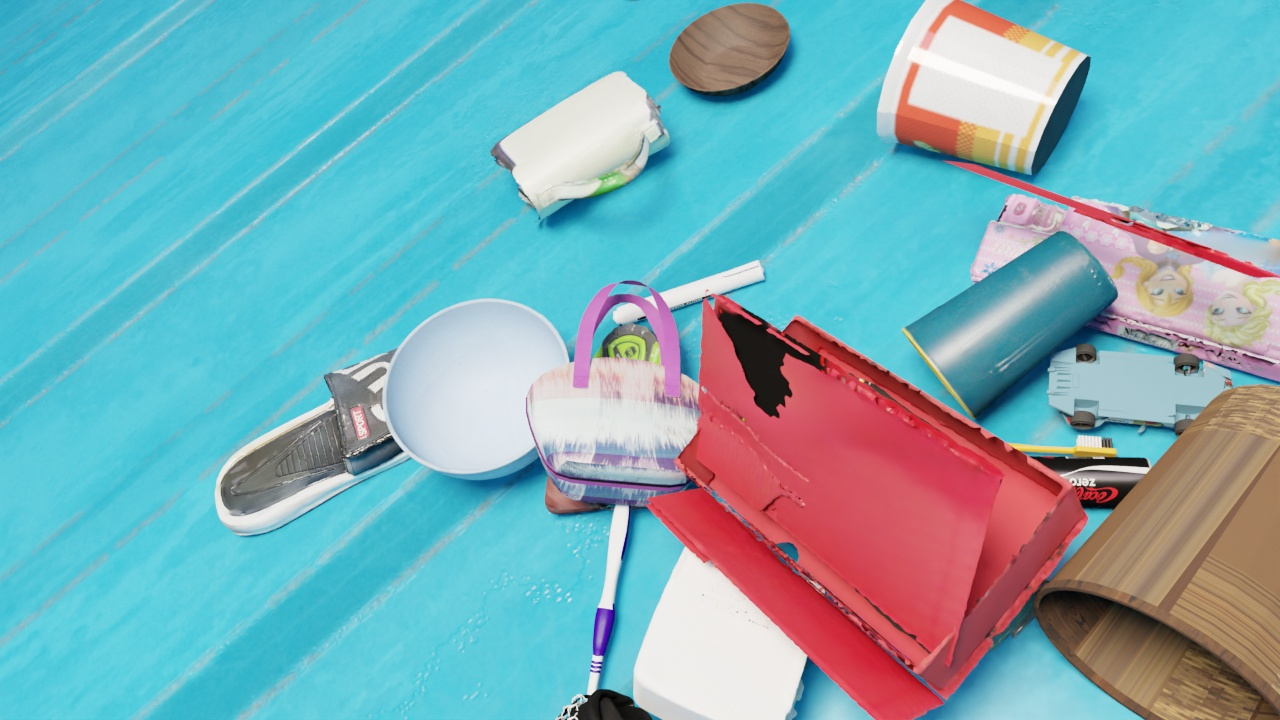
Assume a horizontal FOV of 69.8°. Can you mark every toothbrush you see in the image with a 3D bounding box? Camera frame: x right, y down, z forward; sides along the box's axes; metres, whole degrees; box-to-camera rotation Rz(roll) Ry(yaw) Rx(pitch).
[{"bbox_3d":[0.216,0.058,0.628,0.197,0.031,0.030,2,64,18],"label":"toothbrush"},{"bbox_3d":[-0.025,0.181,0.643,0.015,0.016,0.186,5,64,11],"label":"toothbrush"}]

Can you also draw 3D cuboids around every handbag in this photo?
[{"bbox_3d":[-0.042,-0.181,0.837,0.151,0.074,0.176,-33,35,-4],"label":"handbag"},{"bbox_3d":[-0.052,0.274,0.535,0.154,0.114,0.125,-43,47,9],"label":"handbag"},{"bbox_3d":[-0.010,0.016,0.680,0.144,0.068,0.169,6,59,-5],"label":"handbag"},{"bbox_3d":[-0.011,0.093,0.698,0.120,0.029,0.055,2,66,16],"label":"handbag"}]

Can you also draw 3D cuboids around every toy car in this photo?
[{"bbox_3d":[0.326,0.023,0.606,0.108,0.027,0.060,6,62,19],"label":"toy car"}]

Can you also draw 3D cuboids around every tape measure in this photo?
[{"bbox_3d":[-0.004,0.004,0.743,0.059,0.036,0.065,-33,56,10],"label":"tape measure"}]

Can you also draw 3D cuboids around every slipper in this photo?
[{"bbox_3d":[-0.262,0.055,0.795,0.264,0.063,0.111,-31,54,3],"label":"slipper"}]

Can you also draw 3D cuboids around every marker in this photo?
[{"bbox_3d":[0.039,-0.056,0.772,0.134,0.020,0.017,-18,56,10],"label":"marker"}]

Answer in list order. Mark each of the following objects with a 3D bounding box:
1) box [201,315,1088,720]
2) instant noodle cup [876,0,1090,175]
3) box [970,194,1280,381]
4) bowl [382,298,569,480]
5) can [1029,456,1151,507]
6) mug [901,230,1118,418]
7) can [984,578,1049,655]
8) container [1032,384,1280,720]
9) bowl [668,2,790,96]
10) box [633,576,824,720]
[{"bbox_3d":[0.020,0.132,0.489,0.424,0.128,0.213,-27,43,-24],"label":"box"},{"bbox_3d":[0.273,-0.212,0.725,0.121,0.123,0.123,29,73,25],"label":"instant noodle cup"},{"bbox_3d":[0.350,-0.059,0.627,0.231,0.063,0.084,22,69,30],"label":"box"},{"bbox_3d":[-0.123,0.033,0.738,0.150,0.075,0.150,-4,61,6],"label":"bowl"},{"bbox_3d":[0.280,0.077,0.587,0.081,0.031,0.031,-1,59,20],"label":"can"},{"bbox_3d":[0.250,-0.027,0.619,0.121,0.078,0.078,-39,53,13],"label":"mug"},{"bbox_3d":[0.191,0.126,0.570,0.067,0.068,0.105,-41,55,-7],"label":"can"},{"bbox_3d":[0.322,0.106,0.500,0.132,0.132,0.167,32,69,34],"label":"container"},{"bbox_3d":[0.089,-0.295,0.895,0.119,0.032,0.119,-10,56,15],"label":"bowl"},{"bbox_3d":[0.056,0.192,0.591,0.102,0.102,0.107,20,57,11],"label":"box"}]
